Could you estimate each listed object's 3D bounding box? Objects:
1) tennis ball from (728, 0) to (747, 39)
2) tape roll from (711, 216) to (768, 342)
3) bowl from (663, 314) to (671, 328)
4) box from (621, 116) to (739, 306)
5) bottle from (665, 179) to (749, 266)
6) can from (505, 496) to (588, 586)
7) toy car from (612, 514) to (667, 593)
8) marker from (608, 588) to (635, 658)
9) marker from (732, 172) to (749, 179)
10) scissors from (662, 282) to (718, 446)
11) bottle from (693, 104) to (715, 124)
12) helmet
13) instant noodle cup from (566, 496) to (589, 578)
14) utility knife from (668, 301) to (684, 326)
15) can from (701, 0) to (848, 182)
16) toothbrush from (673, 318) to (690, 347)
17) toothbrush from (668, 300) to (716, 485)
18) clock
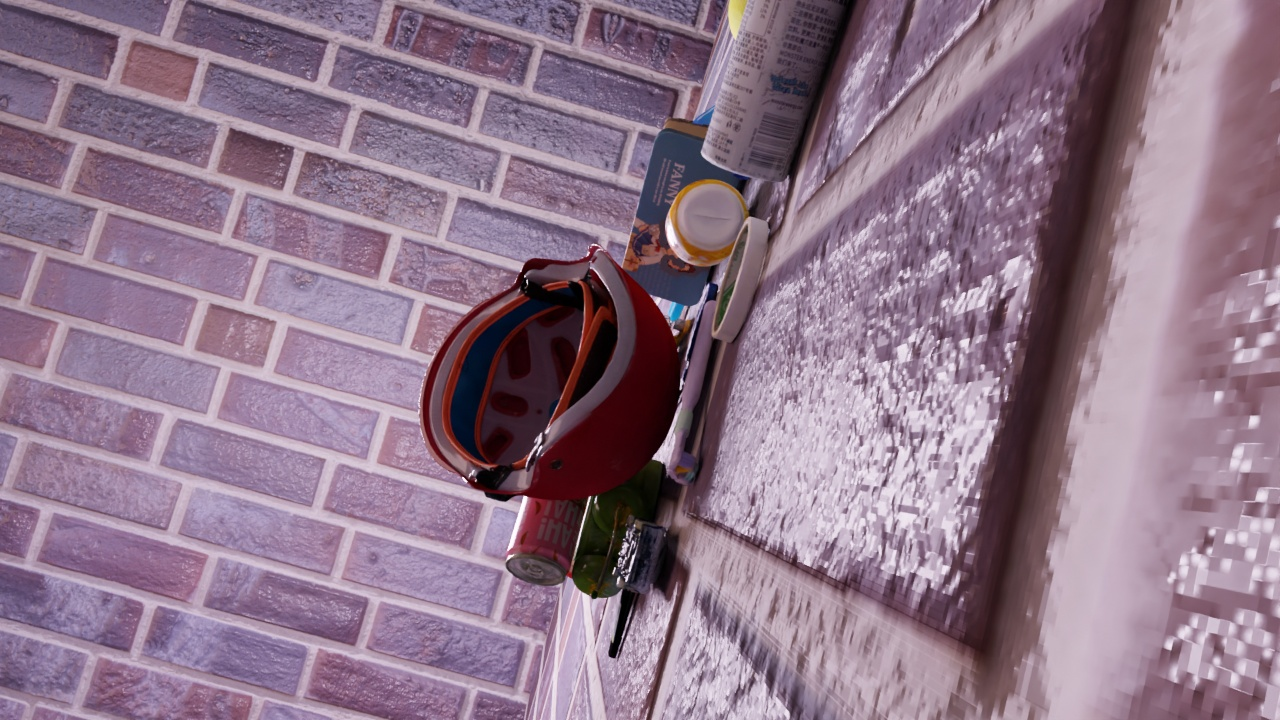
[{"bbox_3d":[0.094,-0.245,0.644,0.065,0.065,0.065,-169,95,-87],"label":"tennis ball"},{"bbox_3d":[0.067,-0.055,0.625,0.086,0.014,0.086,-169,95,-88],"label":"tape roll"},{"bbox_3d":[-0.006,0.006,0.993,0.116,0.066,0.116,-178,93,-87],"label":"bowl"},{"bbox_3d":[0.042,-0.146,0.877,0.061,0.090,0.185,-71,-5,-53],"label":"box"},{"bbox_3d":[0.051,-0.107,0.748,0.108,0.063,0.063,146,140,-86],"label":"bottle"},{"bbox_3d":[-0.077,0.126,0.836,0.058,0.058,0.147,109,175,-53],"label":"can"},{"bbox_3d":[0.001,0.138,0.650,0.106,0.031,0.049,115,170,-82],"label":"toy car"},{"bbox_3d":[-0.009,0.192,0.752,0.018,0.015,0.124,-79,3,-71],"label":"marker"},{"bbox_3d":[0.107,-0.230,0.810,0.017,0.017,0.145,122,164,-81],"label":"marker"},{"bbox_3d":[0.041,0.011,0.799,0.160,0.012,0.163,-87,11,-79],"label":"scissors"},{"bbox_3d":[0.060,-0.189,0.920,0.065,0.065,0.219,-77,14,-53],"label":"bottle"},{"bbox_3d":[-0.065,0.028,0.781,0.241,0.144,0.206,-12,59,42],"label":"helmet"},{"bbox_3d":[-0.059,0.164,1.021,0.123,0.116,0.117,-60,-8,-45],"label":"instant noodle cup"},{"bbox_3d":[0.051,-0.083,1.038,0.188,0.018,0.034,112,172,-45],"label":"utility knife"},{"bbox_3d":[0.085,-0.186,0.559,0.058,0.058,0.147,-80,7,-68],"label":"can"},{"bbox_3d":[0.035,-0.022,1.036,0.191,0.018,0.016,122,165,-78],"label":"toothbrush"},{"bbox_3d":[0.043,0.014,0.675,0.188,0.021,0.029,-75,-30,-48],"label":"toothbrush"},{"bbox_3d":[-0.022,0.147,0.826,0.161,0.056,0.116,-83,8,-73],"label":"clock"}]
